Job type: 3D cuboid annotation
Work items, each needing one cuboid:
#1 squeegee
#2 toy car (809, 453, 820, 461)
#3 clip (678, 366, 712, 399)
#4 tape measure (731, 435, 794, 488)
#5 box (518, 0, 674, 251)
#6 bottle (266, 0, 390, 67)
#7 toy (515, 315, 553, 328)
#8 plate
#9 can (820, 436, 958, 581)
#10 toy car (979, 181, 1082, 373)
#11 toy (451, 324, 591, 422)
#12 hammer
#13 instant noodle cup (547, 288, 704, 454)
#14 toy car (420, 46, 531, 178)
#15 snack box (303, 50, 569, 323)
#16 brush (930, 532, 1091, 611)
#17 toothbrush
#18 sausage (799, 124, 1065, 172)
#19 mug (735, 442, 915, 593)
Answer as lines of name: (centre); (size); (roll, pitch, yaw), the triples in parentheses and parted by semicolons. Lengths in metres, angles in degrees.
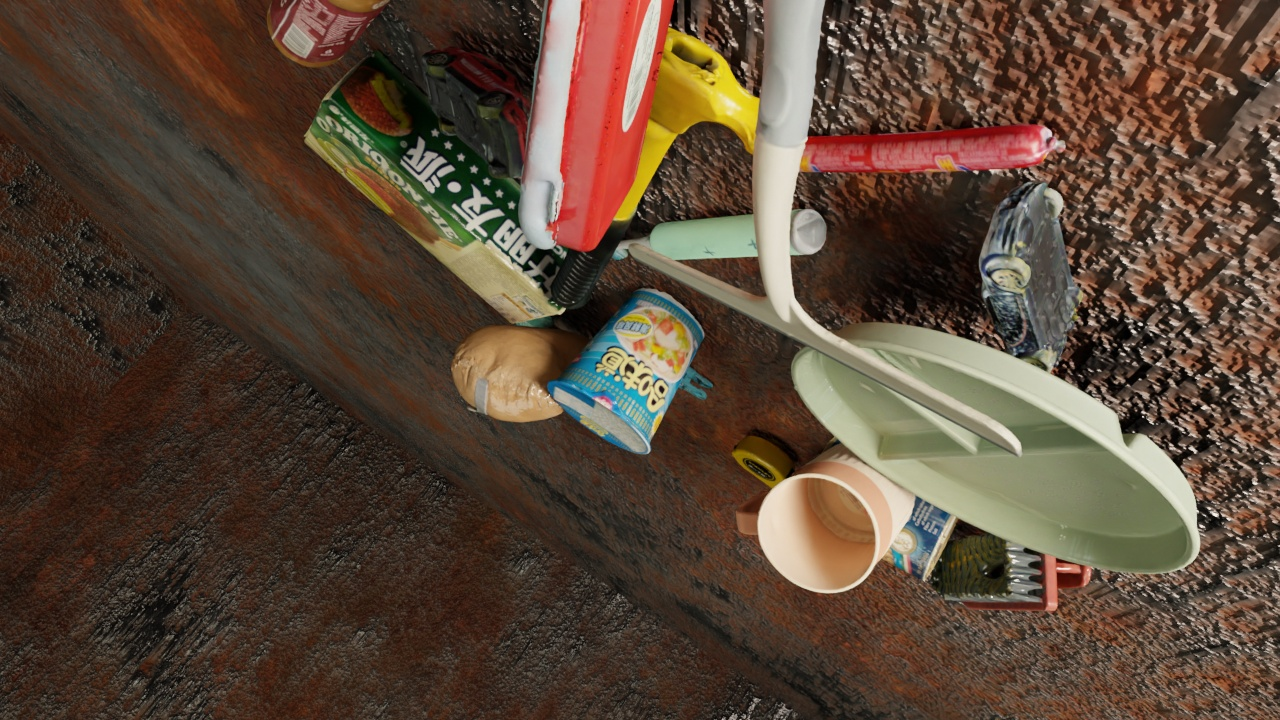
squeegee: (0.064, -0.091, 0.393); (0.246, 0.039, 0.247); (31, 143, 34)
toy car: (0.158, 0.113, 0.832); (0.035, 0.042, 0.090); (41, 162, 14)
clip: (0.039, 0.015, 0.832); (0.056, 0.041, 0.014); (34, 164, -4)
tape measure: (0.119, 0.093, 0.869); (0.060, 0.028, 0.057); (35, 162, 1)
box: (-0.029, -0.139, 0.392); (0.068, 0.090, 0.202); (21, 141, 4)
bottle: (-0.190, -0.233, 0.574); (0.057, 0.057, 0.175); (44, 159, -24)
toy: (-0.105, -0.035, 0.953); (0.096, 0.030, 0.092); (24, 164, 10)
plate: (0.191, 0.048, 0.515); (0.230, 0.027, 0.230); (31, 167, 8)
can: (0.192, 0.116, 0.727); (0.111, 0.075, 0.075); (26, 159, 25)
toy car: (0.179, -0.037, 0.426); (0.031, 0.048, 0.105); (11, 150, 40)
toy: (-0.077, 0.011, 0.872); (0.143, 0.083, 0.225); (30, -162, 29)
hammer: (-0.016, -0.101, 0.576); (0.129, 0.032, 0.301); (31, 156, -3)
instant noodle cup: (-0.004, 0.004, 0.744); (0.099, 0.109, 0.099); (31, 162, 11)
toy car: (-0.096, -0.158, 0.572); (0.120, 0.045, 0.053); (47, 154, 38)
snack box: (-0.156, -0.131, 0.755); (0.240, 0.063, 0.115); (42, 160, -19)
brush: (0.285, 0.166, 0.720); (0.069, 0.063, 0.146); (7, 163, -7)
toothbrush: (0.034, -0.079, 0.606); (0.027, 0.026, 0.225); (43, 160, -29)
sausage: (0.121, -0.097, 0.428); (0.156, 0.020, 0.020); (13, 151, 50)
mug: (0.129, 0.107, 0.655); (0.115, 0.105, 0.081); (-7, 96, 32)
